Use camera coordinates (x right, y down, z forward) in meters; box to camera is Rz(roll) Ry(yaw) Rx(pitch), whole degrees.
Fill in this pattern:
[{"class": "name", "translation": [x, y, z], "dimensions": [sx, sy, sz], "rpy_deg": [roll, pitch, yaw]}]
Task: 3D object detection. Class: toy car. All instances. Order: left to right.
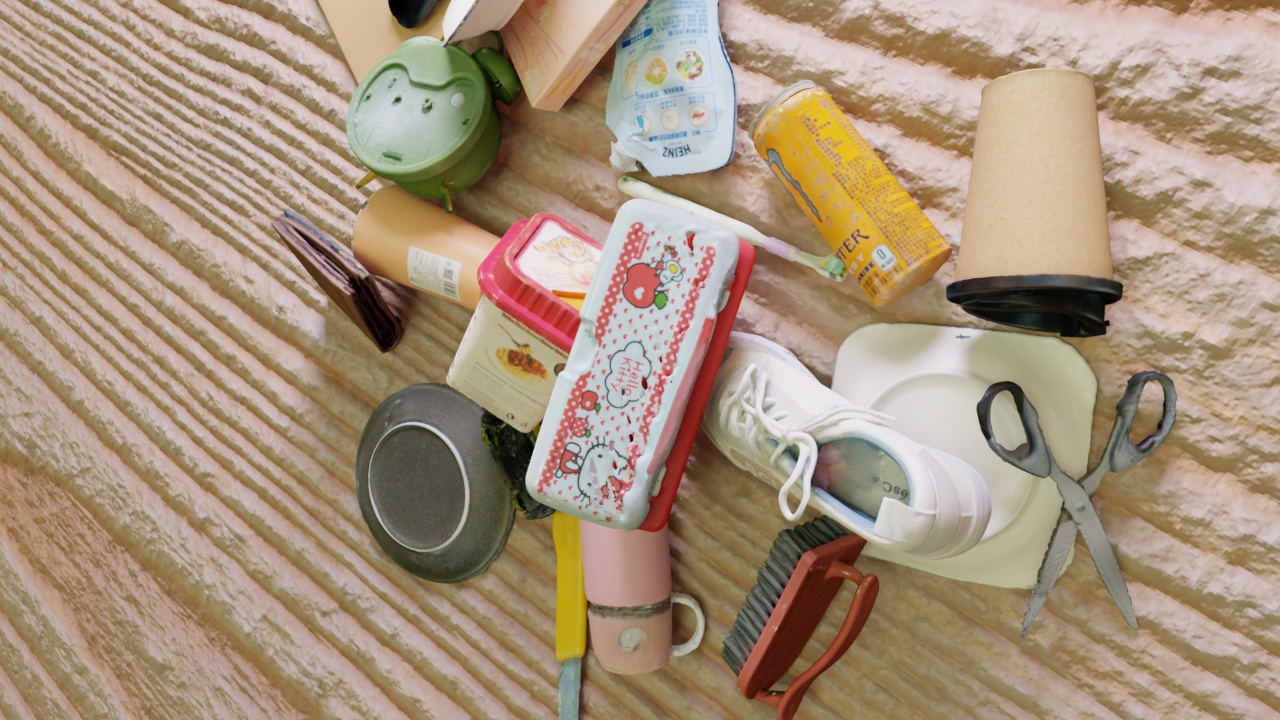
[{"class": "toy car", "translation": [-0.090, 0.077, 0.736], "dimensions": [0.048, 0.032, 0.105], "rpy_deg": [-37, 70, 26]}]

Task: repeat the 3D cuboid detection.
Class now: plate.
[{"class": "plate", "translation": [-0.188, 0.109, 0.799], "dimensions": [0.180, 0.024, 0.179], "rpy_deg": [3, 95, 29]}, {"class": "plate", "translation": [-0.092, -0.298, 0.668], "dimensions": [0.164, 0.034, 0.164], "rpy_deg": [-54, 26, 17]}, {"class": "plate", "translation": [0.193, 0.061, 0.583], "dimensions": [0.164, 0.034, 0.164], "rpy_deg": [7, 98, 28]}]

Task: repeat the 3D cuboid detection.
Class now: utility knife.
[{"class": "utility knife", "translation": [-0.057, 0.202, 0.739], "dimensions": [0.033, 0.015, 0.223], "rpy_deg": [4, 93, 28]}]

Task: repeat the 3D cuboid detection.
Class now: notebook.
[{"class": "notebook", "translation": [-0.224, -0.338, 0.792], "dimensions": [0.148, 0.008, 0.207], "rpy_deg": [-33, 79, 27]}]

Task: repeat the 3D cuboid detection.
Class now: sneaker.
[{"class": "sneaker", "translation": [0.092, 0.049, 0.574], "dimensions": [0.242, 0.090, 0.089], "rpy_deg": [32, 109, 43]}]

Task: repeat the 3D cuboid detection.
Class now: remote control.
[{"class": "remote control", "translation": [-0.165, -0.332, 0.742], "dimensions": [0.137, 0.024, 0.053], "rpy_deg": [-45, 73, 23]}]

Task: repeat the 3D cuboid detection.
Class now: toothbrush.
[{"class": "toothbrush", "translation": [0.061, -0.098, 0.651], "dimensions": [0.190, 0.029, 0.020], "rpy_deg": [26, 146, 26]}]

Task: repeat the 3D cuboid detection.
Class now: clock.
[{"class": "clock", "translation": [-0.159, -0.199, 0.721], "dimensions": [0.116, 0.056, 0.161], "rpy_deg": [18, 78, 20]}]

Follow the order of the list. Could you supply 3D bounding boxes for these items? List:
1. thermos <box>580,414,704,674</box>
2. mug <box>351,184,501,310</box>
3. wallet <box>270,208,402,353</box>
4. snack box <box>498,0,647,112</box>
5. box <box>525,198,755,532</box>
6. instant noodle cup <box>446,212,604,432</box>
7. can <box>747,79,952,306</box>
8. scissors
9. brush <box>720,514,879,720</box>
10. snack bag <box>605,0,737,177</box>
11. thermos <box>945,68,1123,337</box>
[{"class": "thermos", "translation": [-0.001, 0.127, 0.680], "dimensions": [0.087, 0.067, 0.198], "rpy_deg": [-5, 91, -1]}, {"class": "mug", "translation": [-0.161, -0.086, 0.743], "dimensions": [0.123, 0.078, 0.078], "rpy_deg": [24, 105, 21]}, {"class": "wallet", "translation": [-0.254, -0.067, 0.777], "dimensions": [0.101, 0.125, 0.032], "rpy_deg": [40, 73, 16]}, {"class": "snack box", "translation": [-0.042, -0.264, 0.661], "dimensions": [0.158, 0.026, 0.084], "rpy_deg": [-39, 66, 41]}, {"class": "box", "translation": [-0.005, 0.003, 0.586], "dimensions": [0.100, 0.095, 0.201], "rpy_deg": [18, 94, -17]}, {"class": "instant noodle cup", "translation": [-0.074, -0.023, 0.673], "dimensions": [0.116, 0.116, 0.124], "rpy_deg": [33, 125, -7]}, {"class": "can", "translation": [0.132, -0.107, 0.588], "dimensions": [0.058, 0.058, 0.146], "rpy_deg": [-41, 75, 25]}, {"class": "scissors", "translation": [0.259, 0.080, 0.538], "dimensions": [0.159, 0.014, 0.181], "rpy_deg": [-39, 98, 6]}, {"class": "brush", "translation": [0.105, 0.179, 0.615], "dimensions": [0.069, 0.063, 0.146], "rpy_deg": [43, 124, 35]}, {"class": "snack bag", "translation": [0.017, -0.226, 0.653], "dimensions": [0.110, 0.038, 0.191], "rpy_deg": [-1, 94, 28]}, {"class": "thermos", "translation": [0.226, -0.087, 0.527], "dimensions": [0.093, 0.093, 0.143], "rpy_deg": [2, 86, 28]}]
